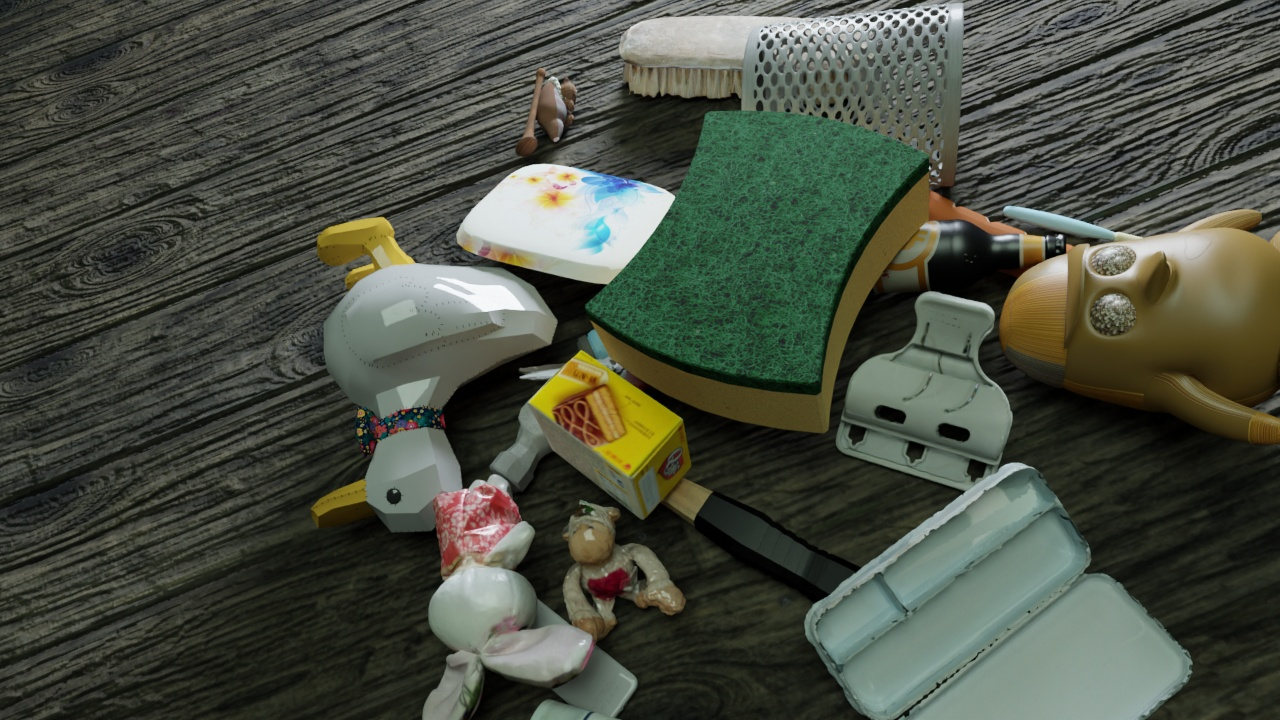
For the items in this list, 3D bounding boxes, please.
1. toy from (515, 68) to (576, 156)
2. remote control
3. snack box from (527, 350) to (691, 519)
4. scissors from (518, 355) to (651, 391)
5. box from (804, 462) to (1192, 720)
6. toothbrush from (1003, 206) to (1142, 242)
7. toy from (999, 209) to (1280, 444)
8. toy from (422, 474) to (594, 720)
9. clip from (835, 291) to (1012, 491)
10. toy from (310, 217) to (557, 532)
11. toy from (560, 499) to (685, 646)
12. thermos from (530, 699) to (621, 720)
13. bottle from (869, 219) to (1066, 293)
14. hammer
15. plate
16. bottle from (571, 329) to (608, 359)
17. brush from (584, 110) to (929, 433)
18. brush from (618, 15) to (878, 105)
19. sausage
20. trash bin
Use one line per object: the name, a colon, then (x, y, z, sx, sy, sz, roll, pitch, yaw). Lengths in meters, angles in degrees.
toy: (-0.098, -0.264, 0.983, 0.054, 0.042, 0.101, 17, 68, -23)
remote control: (-0.069, 0.220, 0.703, 0.147, 0.008, 0.045, 30, 69, 27)
snack box: (-0.022, 0.057, 0.703, 0.106, 0.084, 0.061, 34, 69, 26)
scissors: (0.000, 0.009, 0.775, 0.146, 0.015, 0.187, 38, 51, 26)
box: (0.243, 0.195, 0.630, 0.209, 0.061, 0.192, -36, 81, -9)
toothbrush: (0.398, -0.114, 0.803, 0.155, 0.016, 0.022, 17, 32, 20)
toy: (0.377, -0.034, 0.684, 0.204, 0.162, 0.198, 1, 59, 25)
toy: (-0.115, 0.172, 0.688, 0.159, 0.084, 0.194, -35, 46, 22)
clip: (0.230, 0.021, 0.718, 0.125, 0.074, 0.144, 17, 95, 18)
toy: (-0.189, 0.008, 0.787, 0.246, 0.141, 0.267, -24, 70, -5)
toy: (-0.021, 0.151, 0.690, 0.085, 0.074, 0.106, -22, 75, 2)
thermos: (0.032, 0.287, 0.607, 0.230, 0.068, 0.067, 10, 62, 18)
bottle: (0.259, -0.089, 0.773, 0.182, 0.059, 0.059, -1, 58, 24)
hammer: (0.038, 0.111, 0.731, 0.328, 0.039, 0.131, 27, 67, 25)
plate: (-0.062, -0.137, 0.862, 0.187, 0.016, 0.186, 14, 38, 12)
bottle: (-0.001, -0.024, 0.818, 0.130, 0.040, 0.040, -24, 57, -3)
brush: (0.098, -0.080, 0.736, 0.195, 0.075, 0.249, 19, 66, 27)
brush: (0.108, -0.316, 0.963, 0.271, 0.057, 0.083, 6, 57, 14)
sausage: (0.302, -0.107, 0.805, 0.164, 0.039, 0.044, 30, 59, 26)
trash bin: (0.194, -0.238, 0.842, 0.183, 0.156, 0.156, 2, 60, 16)
